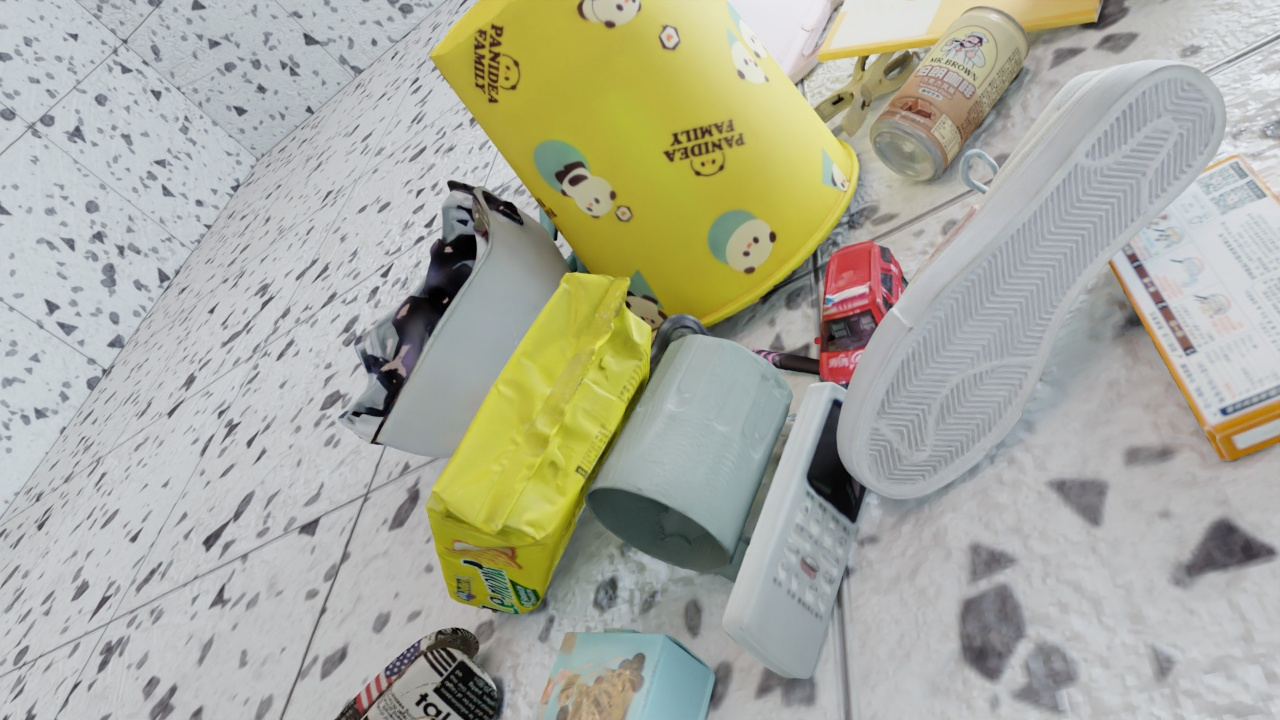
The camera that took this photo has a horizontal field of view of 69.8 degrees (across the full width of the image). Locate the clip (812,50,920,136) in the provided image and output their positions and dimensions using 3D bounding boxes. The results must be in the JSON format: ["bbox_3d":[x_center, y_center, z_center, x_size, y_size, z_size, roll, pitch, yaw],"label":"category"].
[{"bbox_3d":[0.182,-0.224,0.747,0.099,0.034,0.066,-47,32,1],"label":"clip"}]

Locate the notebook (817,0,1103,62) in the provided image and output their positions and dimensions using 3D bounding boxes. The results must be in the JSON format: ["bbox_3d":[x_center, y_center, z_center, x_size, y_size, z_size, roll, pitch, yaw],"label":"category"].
[{"bbox_3d":[0.255,-0.292,0.715,0.207,0.010,0.145,5,53,36],"label":"notebook"}]

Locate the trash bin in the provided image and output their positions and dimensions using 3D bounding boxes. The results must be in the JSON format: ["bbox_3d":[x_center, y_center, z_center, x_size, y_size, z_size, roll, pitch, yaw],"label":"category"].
[{"bbox_3d":[-0.001,-0.184,0.686,0.230,0.255,0.229,-32,28,19],"label":"trash bin"}]

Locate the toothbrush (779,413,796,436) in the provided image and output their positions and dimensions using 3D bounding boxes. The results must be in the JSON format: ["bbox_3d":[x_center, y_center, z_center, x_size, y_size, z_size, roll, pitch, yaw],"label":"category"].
[{"bbox_3d":[0.025,0.041,0.627,0.026,0.027,0.221,-23,14,-38],"label":"toothbrush"}]

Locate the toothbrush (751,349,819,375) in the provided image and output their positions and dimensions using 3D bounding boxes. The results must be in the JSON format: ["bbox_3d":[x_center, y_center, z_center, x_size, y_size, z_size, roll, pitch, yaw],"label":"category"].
[{"bbox_3d":[0.092,-0.001,0.607,0.189,0.018,0.014,10,58,53],"label":"toothbrush"}]

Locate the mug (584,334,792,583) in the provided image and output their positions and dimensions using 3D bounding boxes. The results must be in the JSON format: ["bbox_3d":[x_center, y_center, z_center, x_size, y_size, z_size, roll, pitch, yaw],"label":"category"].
[{"bbox_3d":[0.046,0.060,0.500,0.103,0.124,0.084,-62,4,-28],"label":"mug"}]

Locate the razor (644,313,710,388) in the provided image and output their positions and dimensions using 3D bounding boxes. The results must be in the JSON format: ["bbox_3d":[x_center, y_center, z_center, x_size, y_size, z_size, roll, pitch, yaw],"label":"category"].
[{"bbox_3d":[-0.004,0.004,0.673,0.067,0.062,0.168,-40,16,-27],"label":"razor"}]

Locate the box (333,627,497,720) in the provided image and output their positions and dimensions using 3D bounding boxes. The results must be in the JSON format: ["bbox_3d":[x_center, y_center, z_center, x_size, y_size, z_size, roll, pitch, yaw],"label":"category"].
[{"bbox_3d":[-0.165,0.241,0.595,0.163,0.076,0.087,-48,10,2],"label":"box"}]

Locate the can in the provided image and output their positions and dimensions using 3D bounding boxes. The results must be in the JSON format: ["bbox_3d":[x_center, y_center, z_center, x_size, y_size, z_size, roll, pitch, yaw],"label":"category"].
[{"bbox_3d":[0.213,-0.184,0.635,0.116,0.058,0.058,-51,31,-11],"label":"can"}]

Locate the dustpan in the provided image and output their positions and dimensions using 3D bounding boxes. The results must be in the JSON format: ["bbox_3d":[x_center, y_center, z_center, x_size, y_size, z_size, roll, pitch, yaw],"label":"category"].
[{"bbox_3d":[0.096,-0.306,0.973,0.222,0.139,0.274,-63,7,-25],"label":"dustpan"}]

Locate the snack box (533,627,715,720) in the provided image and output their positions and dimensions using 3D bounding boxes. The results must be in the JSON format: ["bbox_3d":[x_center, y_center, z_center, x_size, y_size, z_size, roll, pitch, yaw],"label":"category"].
[{"bbox_3d":[-0.026,0.221,0.449,0.074,0.051,0.174,-13,43,41],"label":"snack box"}]

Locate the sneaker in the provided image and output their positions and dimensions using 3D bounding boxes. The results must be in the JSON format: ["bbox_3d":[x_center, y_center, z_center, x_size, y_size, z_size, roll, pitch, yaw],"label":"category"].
[{"bbox_3d":[0.173,-0.044,0.464,0.242,0.089,0.090,-55,19,12],"label":"sneaker"}]

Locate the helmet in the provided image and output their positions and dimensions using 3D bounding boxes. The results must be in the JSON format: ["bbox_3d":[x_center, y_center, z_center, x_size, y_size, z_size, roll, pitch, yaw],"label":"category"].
[{"bbox_3d":[-0.132,-0.016,0.758,0.229,0.146,0.258,-58,25,9],"label":"helmet"}]

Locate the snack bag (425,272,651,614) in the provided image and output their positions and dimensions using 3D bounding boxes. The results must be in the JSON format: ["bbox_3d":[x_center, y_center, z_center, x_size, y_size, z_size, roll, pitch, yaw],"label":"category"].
[{"bbox_3d":[-0.059,0.068,0.563,0.157,0.068,0.247,-62,-4,-26],"label":"snack bag"}]

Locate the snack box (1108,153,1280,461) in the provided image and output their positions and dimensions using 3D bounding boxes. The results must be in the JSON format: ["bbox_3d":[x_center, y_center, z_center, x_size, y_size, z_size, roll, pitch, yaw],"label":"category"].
[{"bbox_3d":[0.269,-0.030,0.418,0.075,0.026,0.153,-29,34,26],"label":"snack box"}]

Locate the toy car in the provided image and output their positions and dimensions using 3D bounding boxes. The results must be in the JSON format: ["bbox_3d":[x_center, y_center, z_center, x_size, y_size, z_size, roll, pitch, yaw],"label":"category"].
[{"bbox_3d":[0.132,-0.025,0.550,0.053,0.045,0.120,-18,38,28],"label":"toy car"}]

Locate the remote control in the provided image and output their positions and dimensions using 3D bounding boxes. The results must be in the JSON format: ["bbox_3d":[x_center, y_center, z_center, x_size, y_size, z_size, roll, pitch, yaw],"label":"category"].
[{"bbox_3d":[0.088,0.083,0.470,0.021,0.058,0.149,-10,46,48],"label":"remote control"}]

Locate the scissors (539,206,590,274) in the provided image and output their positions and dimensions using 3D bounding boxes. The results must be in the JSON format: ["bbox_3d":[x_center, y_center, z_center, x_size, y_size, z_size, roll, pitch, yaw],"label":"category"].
[{"bbox_3d":[-0.076,-0.125,0.851,0.170,0.019,0.181,-170,78,-68],"label":"scissors"}]
